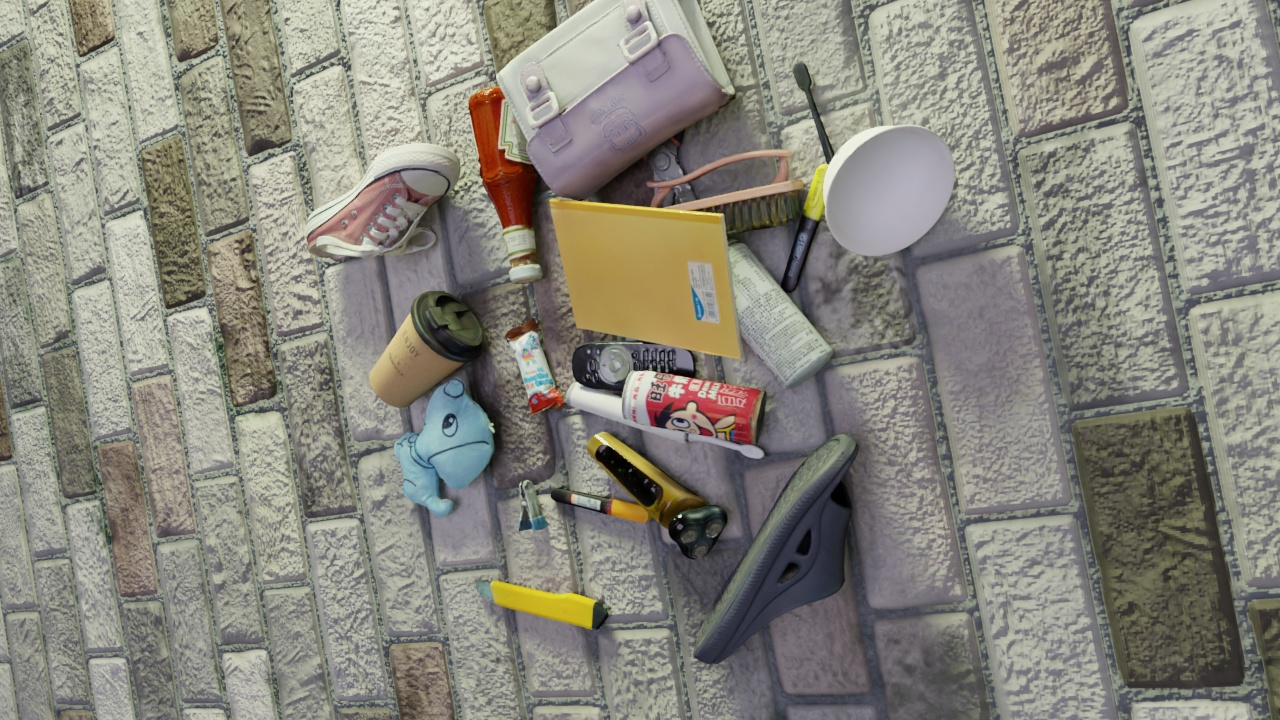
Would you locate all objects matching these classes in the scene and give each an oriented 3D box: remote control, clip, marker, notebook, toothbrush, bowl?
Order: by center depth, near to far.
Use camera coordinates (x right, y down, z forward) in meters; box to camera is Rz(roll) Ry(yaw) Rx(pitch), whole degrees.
[{"bbox_3d":[0.204,-0.157,0.799,0.118,0.118,0.064,-53,32,19],"label":"bowl"},{"bbox_3d":[0.175,-0.190,0.848,0.016,0.018,0.181,-19,86,27],"label":"toothbrush"},{"bbox_3d":[0.154,-0.121,0.854,0.018,0.015,0.124,26,111,27],"label":"marker"},{"bbox_3d":[0.002,-0.080,0.884,0.207,0.010,0.146,12,125,37],"label":"notebook"},{"bbox_3d":[0.023,0.063,0.929,0.221,0.026,0.027,16,92,25],"label":"toothbrush"},{"bbox_3d":[-0.006,0.005,0.941,0.137,0.024,0.053,1,98,22],"label":"remote control"},{"bbox_3d":[-0.043,0.153,0.975,0.124,0.015,0.018,7,94,28],"label":"marker"},{"bbox_3d":[-0.123,0.159,1.009,0.044,0.027,0.058,-10,88,34],"label":"clip"}]

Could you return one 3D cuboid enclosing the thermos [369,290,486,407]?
[{"bbox_3d":[-0.241,-0.010,1.026,0.144,0.092,0.093,-40,75,30],"label":"thermos"}]

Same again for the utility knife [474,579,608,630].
[{"bbox_3d":[-0.112,0.265,1.014,0.178,0.015,0.033,6,89,27],"label":"utility knife"}]

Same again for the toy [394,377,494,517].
[{"bbox_3d":[-0.220,0.100,1.041,0.156,0.049,0.161,-5,97,28],"label":"toy"}]

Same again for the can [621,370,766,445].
[{"bbox_3d":[0.051,0.044,0.886,0.133,0.053,0.053,9,97,14],"label":"can"}]

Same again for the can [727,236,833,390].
[{"bbox_3d":[0.114,-0.044,0.861,0.058,0.058,0.146,-43,74,22],"label":"can"}]

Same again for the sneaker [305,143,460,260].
[{"bbox_3d":[-0.291,-0.158,1.032,0.242,0.118,0.087,-23,65,31],"label":"sneaker"}]

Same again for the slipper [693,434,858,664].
[{"bbox_3d":[0.141,0.185,0.845,0.083,0.110,0.269,31,111,5],"label":"slipper"}]

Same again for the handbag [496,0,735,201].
[{"bbox_3d":[-0.024,-0.264,0.884,0.197,0.098,0.145,-28,86,25],"label":"handbag"}]

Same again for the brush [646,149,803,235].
[{"bbox_3d":[0.077,-0.153,0.864,0.146,0.063,0.073,-7,100,22],"label":"brush"}]

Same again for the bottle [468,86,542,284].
[{"bbox_3d":[-0.139,-0.185,0.981,0.060,0.059,0.206,-11,89,26],"label":"bottle"}]

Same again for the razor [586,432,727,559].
[{"bbox_3d":[0.010,0.129,0.923,0.167,0.067,0.062,37,107,27],"label":"razor"}]

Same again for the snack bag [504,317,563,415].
[{"bbox_3d":[-0.115,0.009,0.996,0.045,0.026,0.105,-24,80,29],"label":"snack bag"}]

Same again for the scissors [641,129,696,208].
[{"bbox_3d":[0.017,-0.220,0.925,0.224,0.015,0.189,40,109,18],"label":"scissors"}]
